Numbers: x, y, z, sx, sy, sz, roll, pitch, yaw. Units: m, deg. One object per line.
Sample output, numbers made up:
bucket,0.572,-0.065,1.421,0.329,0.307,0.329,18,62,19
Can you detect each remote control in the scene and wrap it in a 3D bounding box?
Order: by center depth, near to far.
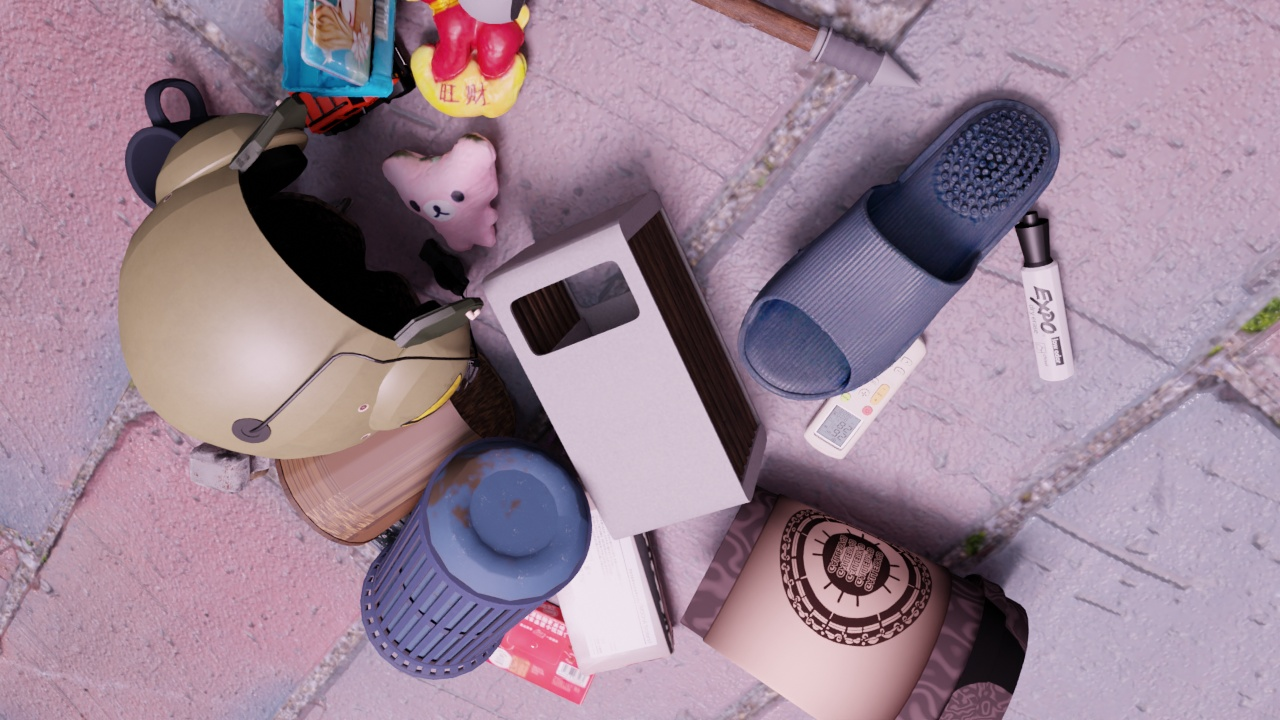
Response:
remote control,0.177,0.025,0.729,0.038,0.018,0.126,32,117,1

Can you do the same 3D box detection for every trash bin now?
trash bin,-0.004,0.004,0.716,0.115,0.114,0.229,-20,105,22
trash bin,-0.138,0.165,0.751,0.139,0.138,0.250,38,142,-2

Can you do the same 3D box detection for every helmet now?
helmet,-0.246,-0.045,0.670,0.233,0.255,0.250,-40,97,17

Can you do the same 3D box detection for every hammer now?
hammer,0.044,-0.253,0.629,0.322,0.043,0.156,22,92,-3
hammer,-0.337,-0.042,0.794,0.049,0.121,0.319,12,110,12

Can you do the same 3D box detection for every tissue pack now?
tissue pack,-0.037,0.188,0.835,0.104,0.071,0.181,-14,110,4

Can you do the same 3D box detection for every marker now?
marker,0.292,-0.046,0.664,0.025,0.025,0.126,-11,108,19

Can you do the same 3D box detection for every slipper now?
slipper,0.177,-0.073,0.603,0.263,0.082,0.101,-43,86,1

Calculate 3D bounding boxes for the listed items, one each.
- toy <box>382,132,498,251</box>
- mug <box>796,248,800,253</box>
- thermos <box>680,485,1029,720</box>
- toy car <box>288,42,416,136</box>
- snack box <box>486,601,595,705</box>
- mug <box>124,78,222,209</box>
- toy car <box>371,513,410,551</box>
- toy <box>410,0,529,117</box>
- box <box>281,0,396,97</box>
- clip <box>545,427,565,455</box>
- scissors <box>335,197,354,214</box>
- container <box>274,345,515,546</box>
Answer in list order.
toy,-0.150,-0.130,0.737,0.099,0.052,0.096,-6,122,21
mug,0.132,-0.020,0.674,0.076,0.111,0.075,22,151,6
thermos,0.161,0.209,0.733,0.226,0.172,0.173,28,116,10
toy car,-0.230,-0.216,0.724,0.100,0.048,0.051,-23,104,22
snack box,-0.103,0.278,0.906,0.133,0.021,0.089,24,115,5
mug,-0.376,-0.180,0.762,0.071,0.077,0.105,-4,110,17
toy car,-0.245,0.158,0.890,0.048,0.033,0.105,-37,103,23
toy,-0.130,-0.247,0.680,0.106,0.067,0.137,-10,116,16
box,-0.196,-0.299,0.617,0.083,0.172,0.227,1,99,-26
clip,-0.070,0.058,0.813,0.037,0.013,0.053,40,114,-4
scissors,-0.311,-0.096,0.815,0.090,0.014,0.172,29,119,1
container,-0.205,0.065,0.794,0.167,0.132,0.132,-30,101,18
